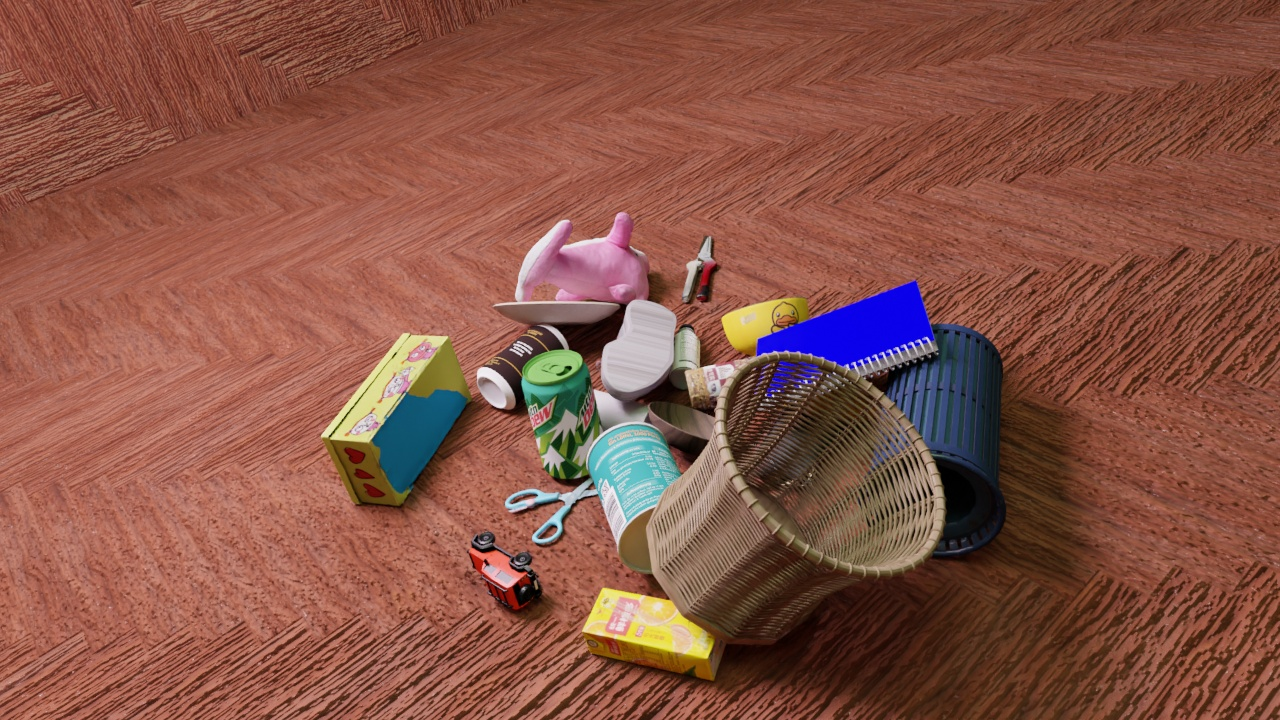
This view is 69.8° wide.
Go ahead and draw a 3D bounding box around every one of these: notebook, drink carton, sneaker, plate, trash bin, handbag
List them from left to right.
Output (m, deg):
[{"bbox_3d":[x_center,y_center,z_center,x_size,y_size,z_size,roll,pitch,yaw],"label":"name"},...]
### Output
[{"bbox_3d":[-0.124,-0.068,1.361,0.189,0.027,0.188,0,0,0],"label":"plate"},{"bbox_3d":[-0.007,0.007,1.232,0.099,0.090,0.235,16,30,4],"label":"sneaker"},{"bbox_3d":[0.014,0.269,0.909,0.135,0.043,0.058,5,40,24],"label":"drink carton"},{"bbox_3d":[0.182,0.101,1.077,0.079,0.054,0.128,14,41,26],"label":"handbag"},{"bbox_3d":[0.236,-0.017,1.085,0.209,0.022,0.171,-21,23,19],"label":"notebook"},{"bbox_3d":[0.324,0.074,0.998,0.139,0.139,0.248,3,37,21],"label":"trash bin"}]

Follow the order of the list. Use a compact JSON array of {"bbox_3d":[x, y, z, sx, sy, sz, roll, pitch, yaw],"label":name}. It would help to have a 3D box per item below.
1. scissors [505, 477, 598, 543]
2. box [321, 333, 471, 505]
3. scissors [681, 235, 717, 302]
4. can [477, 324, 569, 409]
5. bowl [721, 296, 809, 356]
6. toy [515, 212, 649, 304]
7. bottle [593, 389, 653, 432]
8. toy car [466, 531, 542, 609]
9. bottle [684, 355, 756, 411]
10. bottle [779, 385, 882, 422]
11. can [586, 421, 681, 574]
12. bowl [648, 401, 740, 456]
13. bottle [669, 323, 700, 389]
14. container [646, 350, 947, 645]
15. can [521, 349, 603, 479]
[{"bbox_3d":[-0.093,0.176,1.096,0.139,0.015,0.117,-15,35,1],"label":"scissors"},{"bbox_3d":[-0.316,0.075,1.211,0.079,0.124,0.220,3,41,21],"label":"box"},{"bbox_3d":[0.104,-0.151,1.475,0.140,0.015,0.188,20,47,39],"label":"scissors"},{"bbox_3d":[-0.165,0.008,1.294,0.072,0.072,0.128,18,45,35],"label":"can"},{"bbox_3d":[0.174,-0.038,1.239,0.117,0.067,0.117,-12,-7,-2],"label":"bowl"},{"bbox_3d":[-0.060,-0.126,1.377,0.265,0.187,0.128,-2,47,-49],"label":"toy"},{"bbox_3d":[-0.065,0.064,1.203,0.195,0.052,0.052,14,43,32],"label":"bottle"},{"bbox_3d":[-0.152,0.231,1.004,0.100,0.051,0.048,20,45,36],"label":"toy car"},{"bbox_3d":[0.114,0.030,1.191,0.105,0.056,0.056,-12,36,2],"label":"bottle"},{"bbox_3d":[0.236,0.051,1.134,0.144,0.043,0.043,6,40,24],"label":"bottle"},{"bbox_3d":[0.004,0.151,1.023,0.099,0.099,0.144,-18,36,-7],"label":"can"},{"bbox_3d":[0.061,0.089,1.119,0.119,0.032,0.119,19,12,-4],"label":"bowl"},{"bbox_3d":[0.062,-0.010,1.274,0.041,0.041,0.115,-6,36,9],"label":"bottle"},{"bbox_3d":[0.129,0.139,0.856,0.226,0.197,0.226,15,47,-17],"label":"container"},{"bbox_3d":[-0.093,0.067,1.124,0.083,0.144,0.083,-8,30,5],"label":"can"}]
